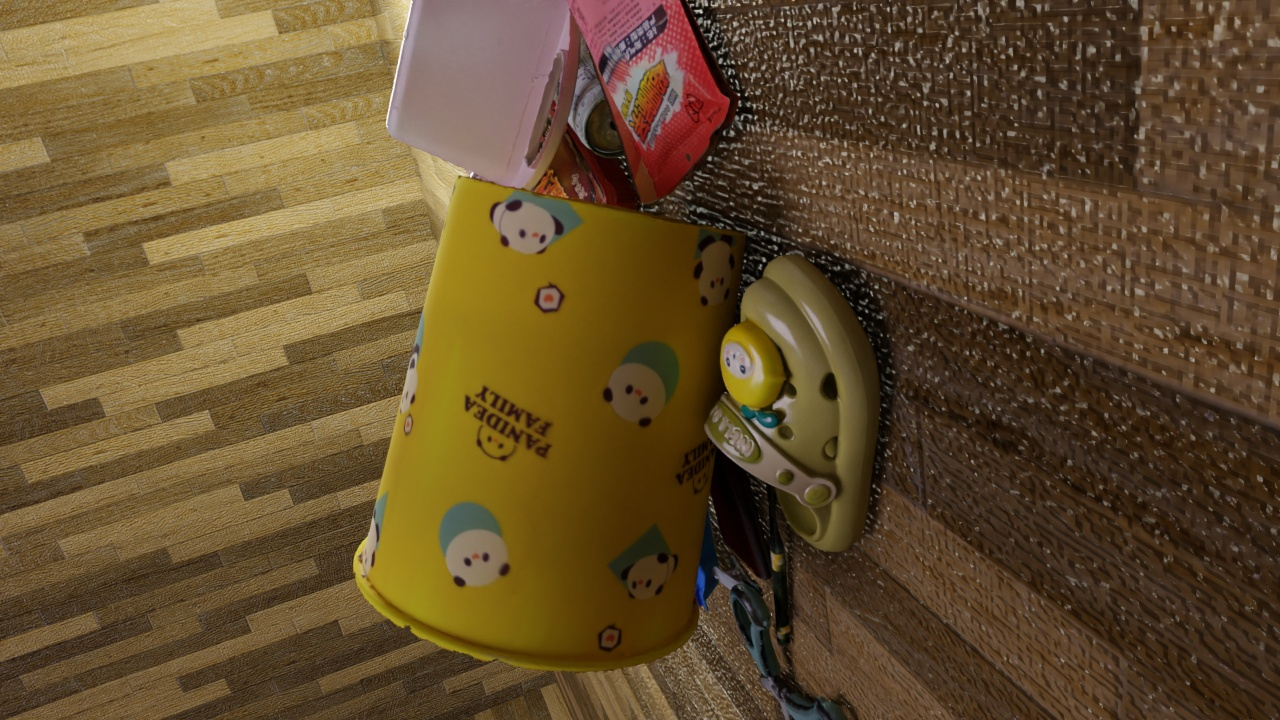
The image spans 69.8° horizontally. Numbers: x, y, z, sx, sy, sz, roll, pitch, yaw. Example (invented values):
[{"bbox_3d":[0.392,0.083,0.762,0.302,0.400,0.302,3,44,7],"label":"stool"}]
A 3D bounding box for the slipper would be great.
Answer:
[{"bbox_3d":[0.081,0.038,0.512,0.091,0.081,0.191,-132,26,-53],"label":"slipper"}]

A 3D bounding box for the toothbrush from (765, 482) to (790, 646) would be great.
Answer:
[{"bbox_3d":[0.105,0.149,0.680,0.012,0.017,0.186,-130,25,-51],"label":"toothbrush"}]

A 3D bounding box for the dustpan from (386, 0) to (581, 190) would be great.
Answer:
[{"bbox_3d":[-0.113,-0.261,0.763,0.272,0.139,0.223,-83,14,-52],"label":"dustpan"}]

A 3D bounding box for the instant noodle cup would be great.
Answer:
[{"bbox_3d":[-0.074,-0.134,0.796,0.165,0.079,0.188,-53,55,40],"label":"instant noodle cup"}]

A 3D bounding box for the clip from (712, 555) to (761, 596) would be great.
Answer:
[{"bbox_3d":[0.086,0.191,0.790,0.057,0.029,0.025,35,143,51],"label":"clip"}]

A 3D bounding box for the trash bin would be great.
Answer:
[{"bbox_3d":[-0.049,0.026,0.590,0.229,0.229,0.255,-145,64,-67],"label":"trash bin"}]

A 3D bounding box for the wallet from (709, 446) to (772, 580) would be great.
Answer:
[{"bbox_3d":[0.071,0.107,0.745,0.096,0.020,0.122,-152,45,-76],"label":"wallet"}]

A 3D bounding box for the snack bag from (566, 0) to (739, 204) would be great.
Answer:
[{"bbox_3d":[-0.006,-0.216,0.583,0.129,0.073,0.208,-29,83,63],"label":"snack bag"}]

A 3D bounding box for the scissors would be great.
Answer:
[{"bbox_3d":[0.121,0.259,0.713,0.179,0.019,0.173,40,153,52],"label":"scissors"}]

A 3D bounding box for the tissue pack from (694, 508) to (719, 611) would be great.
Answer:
[{"bbox_3d":[0.033,0.156,0.863,0.157,0.052,0.095,-130,25,-61],"label":"tissue pack"}]

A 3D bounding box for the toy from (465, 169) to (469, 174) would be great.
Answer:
[{"bbox_3d":[-0.153,-0.195,0.993,0.159,0.054,0.121,-55,-30,-69],"label":"toy"}]

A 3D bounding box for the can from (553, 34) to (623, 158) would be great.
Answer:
[{"bbox_3d":[-0.043,-0.218,0.711,0.058,0.058,0.146,88,158,-46],"label":"can"}]
